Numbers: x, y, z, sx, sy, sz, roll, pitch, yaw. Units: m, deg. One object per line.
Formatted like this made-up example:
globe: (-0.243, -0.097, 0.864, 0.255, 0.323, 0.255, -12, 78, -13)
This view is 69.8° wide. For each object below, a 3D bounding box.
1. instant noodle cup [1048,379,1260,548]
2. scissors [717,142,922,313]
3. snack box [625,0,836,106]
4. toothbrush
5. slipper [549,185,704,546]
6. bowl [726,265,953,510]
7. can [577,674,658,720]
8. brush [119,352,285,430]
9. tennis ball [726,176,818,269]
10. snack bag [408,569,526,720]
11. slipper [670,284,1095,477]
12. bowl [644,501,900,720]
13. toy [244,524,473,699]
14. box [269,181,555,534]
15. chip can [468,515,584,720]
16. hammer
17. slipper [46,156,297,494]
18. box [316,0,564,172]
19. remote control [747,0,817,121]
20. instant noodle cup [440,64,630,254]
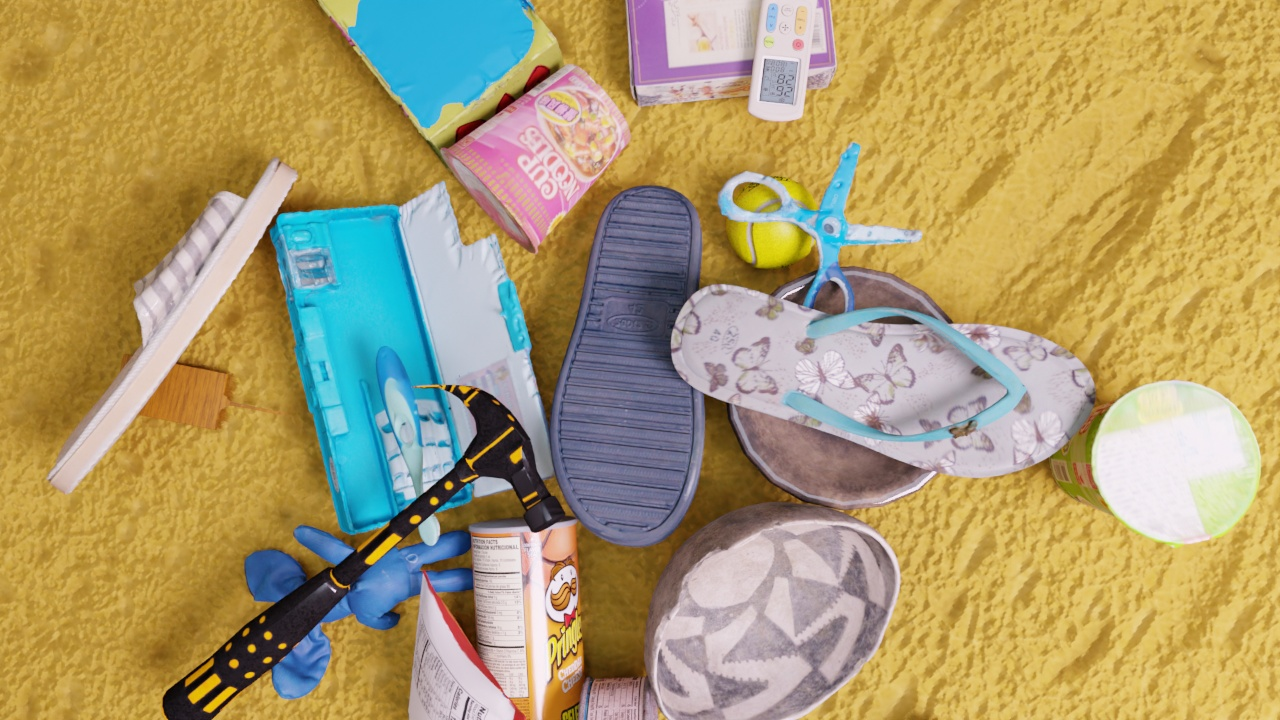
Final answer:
instant noodle cup: (0.323, 0.064, 0.600, 0.099, 0.108, 0.099, 0, 86, 3)
scissors: (0.115, -0.078, 0.601, 0.134, 0.011, 0.139, 6, 86, 2)
snack box: (0.062, -0.269, 0.673, 0.148, 0.040, 0.143, -5, 86, 3)
toothbrush: (-0.152, 0.055, 0.605, 0.022, 0.017, 0.135, -16, 83, 2)
slipper: (-0.004, 0.004, 0.647, 0.101, 0.083, 0.263, 4, 67, 3)
bowl: (0.138, 0.020, 0.634, 0.162, 0.070, 0.162, 0, 86, 4)
can: (-0.011, 0.273, 0.597, 0.044, 0.130, 0.130, -4, 86, 3)
brush: (-0.330, 0.028, 0.690, 0.126, 0.017, 0.048, 11, 87, 4)
tennis ball: (0.093, -0.097, 0.647, 0.065, 0.065, 0.065, 0, 86, 4)
snack bag: (-0.120, 0.230, 0.594, 0.039, 0.144, 0.131, -7, 120, -36)
slipper: (0.150, 0.016, 0.567, 0.269, 0.054, 0.098, 10, 94, 2)
bowl: (0.076, 0.157, 0.610, 0.178, 0.081, 0.179, -9, 120, -17)
toy: (-0.201, 0.169, 0.650, 0.176, 0.071, 0.112, -15, 74, 3)
box: (-0.157, -0.006, 0.654, 0.169, 0.086, 0.227, -15, 85, 1)
chip can: (-0.075, 0.219, 0.632, 0.075, 0.075, 0.215, -4, 86, 3)
hammer: (-0.196, 0.138, 0.592, 0.321, 0.036, 0.123, -39, 75, 12)
slipper: (-0.332, -0.032, 0.641, 0.054, 0.115, 0.272, 35, 78, -28)
box: (-0.163, -0.264, 0.671, 0.124, 0.083, 0.221, -39, 87, 0)
remote control: (0.100, -0.227, 0.638, 0.038, 0.018, 0.125, 7, 88, 4)
instant noodle cup: (-0.068, -0.147, 0.652, 0.108, 0.098, 0.097, -43, 85, -7)
